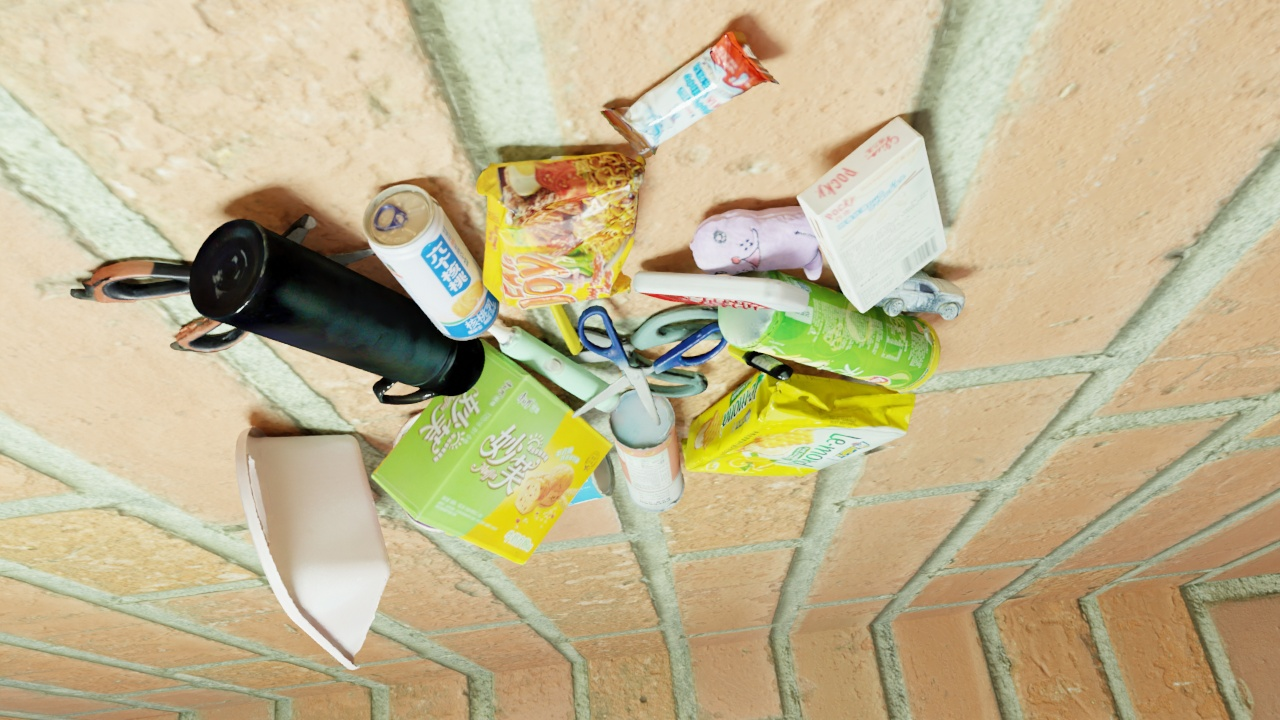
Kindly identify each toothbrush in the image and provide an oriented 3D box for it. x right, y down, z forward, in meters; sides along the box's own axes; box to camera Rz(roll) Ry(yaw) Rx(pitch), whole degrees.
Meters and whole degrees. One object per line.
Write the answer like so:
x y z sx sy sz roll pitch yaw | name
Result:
-0.069 -0.055 0.730 0.016 0.015 0.190 -15 151 2 | toothbrush
-0.093 -0.006 0.805 0.027 0.026 0.224 24 172 45 | toothbrush

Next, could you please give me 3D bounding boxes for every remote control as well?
0.059 -0.052 0.700 0.136 0.020 0.055 8 178 38 | remote control

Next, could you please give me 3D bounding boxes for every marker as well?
0.106 0.001 0.813 0.018 0.015 0.124 -33 -162 -7 | marker

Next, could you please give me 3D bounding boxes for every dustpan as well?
-0.359 0.186 0.946 0.138 0.222 0.274 -4 144 -35 | dustpan

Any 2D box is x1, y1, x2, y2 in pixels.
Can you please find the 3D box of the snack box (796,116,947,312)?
0.172 -0.098 0.661 0.085 0.027 0.157 -38 147 6 | snack box

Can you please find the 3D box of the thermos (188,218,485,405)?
-0.215 -0.018 0.680 0.090 0.068 0.242 -48 150 5 | thermos

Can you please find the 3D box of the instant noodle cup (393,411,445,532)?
-0.203 0.109 0.946 0.111 0.111 0.099 -5 147 -4 | instant noodle cup

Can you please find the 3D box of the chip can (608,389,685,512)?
0.010 0.105 1.023 0.071 0.071 0.215 -8 154 2 | chip can

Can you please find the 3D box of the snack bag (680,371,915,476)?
0.151 0.067 0.954 0.158 0.068 0.247 5 161 -18 | snack bag

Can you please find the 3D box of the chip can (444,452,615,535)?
-0.138 0.149 1.077 0.210 0.071 0.071 -16 153 17 | chip can

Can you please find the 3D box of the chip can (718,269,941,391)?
0.164 -0.025 0.792 0.221 0.072 0.073 14 147 -36 | chip can

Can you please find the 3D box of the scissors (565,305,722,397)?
0.020 -0.001 0.860 0.170 0.019 0.181 -11 150 10 | scissors

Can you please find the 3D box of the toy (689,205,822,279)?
0.090 -0.087 0.682 0.108 0.038 0.084 -6 144 -4 | toy

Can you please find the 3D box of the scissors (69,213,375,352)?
-0.304 -0.053 0.680 0.226 0.015 0.189 -2 154 -13 | scissors

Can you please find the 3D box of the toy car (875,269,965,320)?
0.233 -0.059 0.778 0.090 0.043 0.034 5 118 -14 | toy car

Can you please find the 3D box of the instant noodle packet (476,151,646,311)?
-0.054 -0.084 0.628 0.110 0.044 0.129 -7 147 -11 | instant noodle packet

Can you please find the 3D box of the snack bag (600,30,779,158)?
0.028 -0.156 0.543 0.104 0.026 0.048 -24 138 30 | snack bag

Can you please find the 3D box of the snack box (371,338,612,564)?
-0.130 0.095 0.870 0.157 0.070 0.210 -53 151 -7 | snack box

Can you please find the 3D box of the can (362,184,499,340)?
-0.145 -0.066 0.651 0.053 0.053 0.135 -10 154 6 | can

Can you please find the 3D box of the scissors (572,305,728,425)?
-0.004 0.004 0.815 0.173 0.012 0.162 -32 133 23 | scissors
